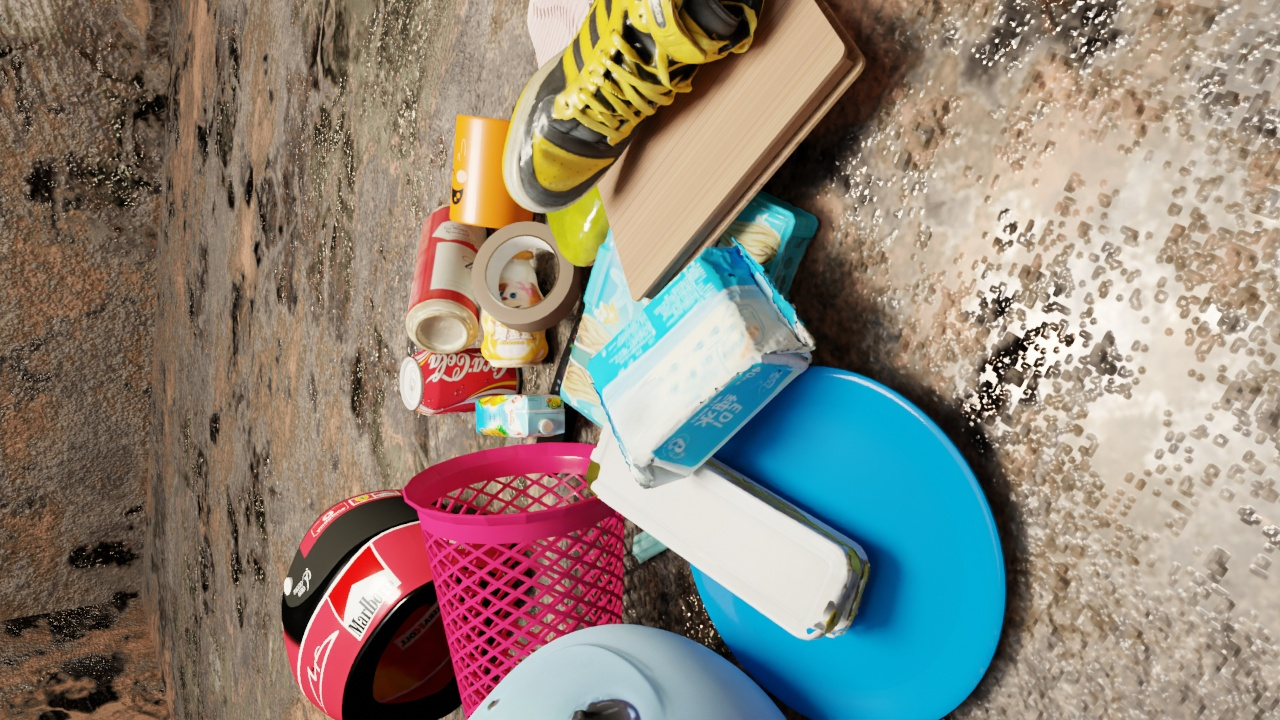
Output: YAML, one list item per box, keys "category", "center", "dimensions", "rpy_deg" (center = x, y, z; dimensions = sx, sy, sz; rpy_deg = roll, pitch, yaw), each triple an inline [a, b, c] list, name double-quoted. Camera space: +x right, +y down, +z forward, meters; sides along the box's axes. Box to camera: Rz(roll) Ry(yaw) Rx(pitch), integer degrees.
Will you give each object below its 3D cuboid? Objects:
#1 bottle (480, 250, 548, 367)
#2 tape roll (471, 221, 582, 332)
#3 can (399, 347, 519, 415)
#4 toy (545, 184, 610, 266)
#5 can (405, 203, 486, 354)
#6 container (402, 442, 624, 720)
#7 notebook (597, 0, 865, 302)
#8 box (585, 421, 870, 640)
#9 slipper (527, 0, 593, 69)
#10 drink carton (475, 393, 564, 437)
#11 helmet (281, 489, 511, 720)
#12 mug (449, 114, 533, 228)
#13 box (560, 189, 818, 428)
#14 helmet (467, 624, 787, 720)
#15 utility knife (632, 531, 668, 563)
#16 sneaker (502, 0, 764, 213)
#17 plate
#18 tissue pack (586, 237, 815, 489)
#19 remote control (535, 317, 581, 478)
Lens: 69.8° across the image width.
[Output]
- category: "bottle"
  center: [-0.117, -0.048, 0.856]
  dimensions: [0.063, 0.063, 0.109]
  rpy_deg: [2, 94, 54]
- category: "tape roll"
  center: [-0.100, -0.073, 0.809]
  dimensions: [0.094, 0.030, 0.093]
  rpy_deg: [-3, 77, 12]
- category: "can"
  center: [-0.178, 0.020, 0.905]
  dimensions: [0.064, 0.104, 0.064]
  rpy_deg: [5, 96, 53]
- category: "toy"
  center: [-0.048, -0.133, 0.764]
  dimensions: [0.110, 0.051, 0.090]
  rpy_deg: [54, 130, 40]
- category: "can"
  center: [-0.188, -0.083, 0.902]
  dimensions: [0.169, 0.067, 0.067]
  rpy_deg: [-95, 29, -45]
- category: "container"
  center: [-0.088, 0.202, 0.756]
  dimensions: [0.183, 0.182, 0.226]
  rpy_deg: [11, 108, 53]
- category: "notebook"
  center: [0.042, -0.164, 0.614]
  dimensions: [0.211, 0.022, 0.169]
  rpy_deg: [-48, 41, 33]
- category: "box"
  center: [0.051, 0.101, 0.592]
  dimensions: [0.210, 0.044, 0.066]
  rpy_deg: [28, 103, 39]
- category: "slipper"
  center: [-0.042, -0.269, 0.740]
  dimensions: [0.239, 0.064, 0.094]
  rpy_deg: [-110, 37, -50]
- category: "drink carton"
  center: [-0.112, 0.050, 0.838]
  dimensions: [0.129, 0.044, 0.038]
  rpy_deg: [-6, 86, 59]
- category: "helmet"
  center: [-0.266, 0.246, 0.968]
  dimensions: [0.224, 0.197, 0.271]
  rpy_deg: [45, 118, 42]
- category: "mug"
  center: [-0.137, -0.180, 0.874]
  dimensions: [0.112, 0.077, 0.096]
  rpy_deg: [-110, 26, -75]
- category: "box"
  center: [0.018, -0.029, 0.672]
  dimensions: [0.182, 0.039, 0.227]
  rpy_deg: [35, 116, 39]
- category: "helmet"
  center: [0.012, 0.271, 0.597]
  dimensions: [0.266, 0.166, 0.225]
  rpy_deg: [11, 137, 42]
- category: "utility knife"
  center: [0.028, 0.131, 0.710]
  dimensions: [0.121, 0.015, 0.022]
  rpy_deg: [-38, 71, 47]
- category: "sneaker"
  center: [-0.002, -0.189, 0.586]
  dimensions: [0.239, 0.086, 0.122]
  rpy_deg: [-62, 32, 12]
- category: "plate"
  center: [0.118, 0.114, 0.565]
  dimensions: [0.225, 0.024, 0.224]
  rpy_deg: [8, 102, 44]
- category: "tissue pack"
  center: [0.036, 0.003, 0.567]
  dimensions: [0.145, 0.061, 0.092]
  rpy_deg: [-44, 51, 22]
- category: "remote control"
  center: [-0.065, 0.035, 0.826]
  dimensions: [0.041, 0.020, 0.152]
  rpy_deg: [46, 126, 44]
